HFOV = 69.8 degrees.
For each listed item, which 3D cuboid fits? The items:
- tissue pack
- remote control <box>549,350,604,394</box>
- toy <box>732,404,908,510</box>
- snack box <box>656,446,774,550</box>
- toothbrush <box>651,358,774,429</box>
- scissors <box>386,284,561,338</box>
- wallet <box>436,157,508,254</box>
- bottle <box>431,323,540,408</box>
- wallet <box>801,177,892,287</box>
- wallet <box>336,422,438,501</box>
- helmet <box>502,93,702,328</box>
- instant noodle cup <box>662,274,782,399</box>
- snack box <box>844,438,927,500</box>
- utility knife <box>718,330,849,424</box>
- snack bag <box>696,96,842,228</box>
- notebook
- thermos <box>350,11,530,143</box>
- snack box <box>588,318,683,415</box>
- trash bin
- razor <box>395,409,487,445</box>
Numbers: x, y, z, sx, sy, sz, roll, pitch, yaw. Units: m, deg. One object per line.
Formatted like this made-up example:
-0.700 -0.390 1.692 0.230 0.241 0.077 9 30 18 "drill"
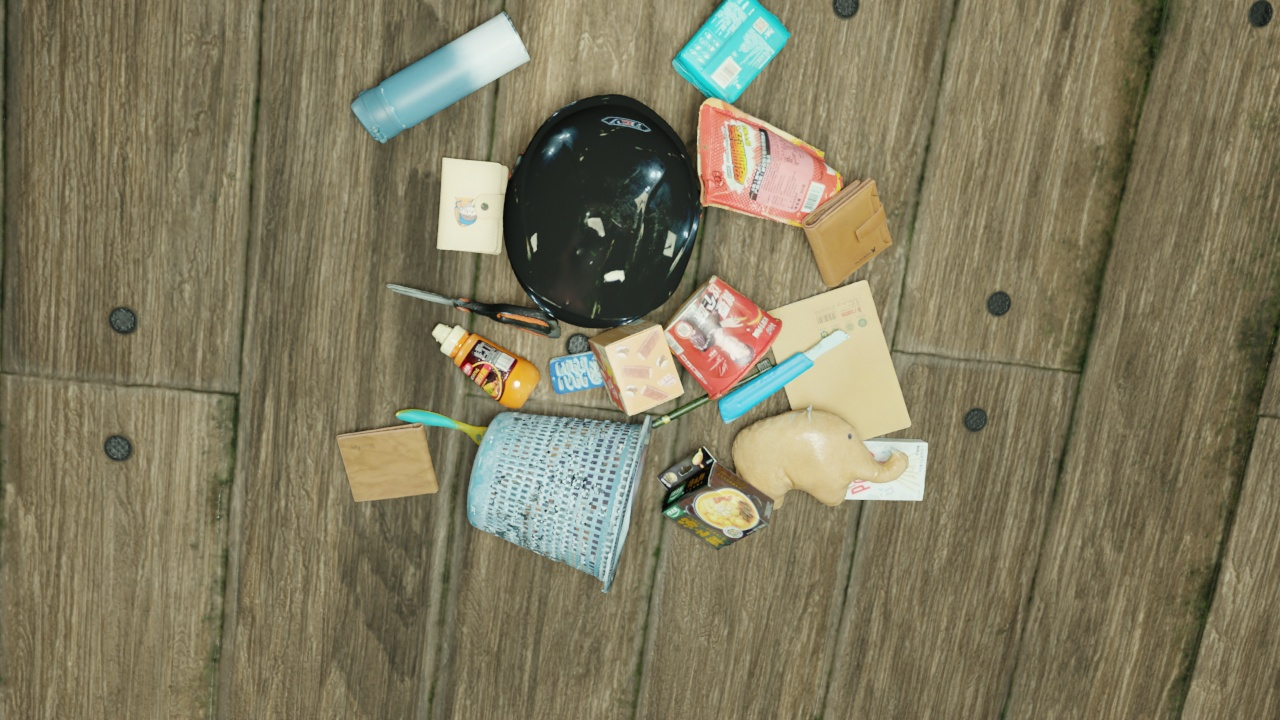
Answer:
0.115 -0.392 1.147 0.093 0.050 0.133 42 93 -10 "tissue pack"
-0.057 0.010 1.215 0.125 0.024 0.049 -10 101 -8 "remote control"
0.232 0.127 1.208 0.226 0.082 0.143 -8 116 22 "toy"
0.094 0.187 1.224 0.125 0.053 0.114 34 138 -15 "snack box"
0.096 0.045 1.246 0.186 0.012 0.017 -27 96 -1 "toothbrush"
-0.209 -0.060 1.176 0.234 0.161 0.021 9 78 27 "scissors"
-0.210 -0.194 1.162 0.087 0.024 0.115 4 99 -8 "wallet"
-0.203 0.000 1.183 0.149 0.066 0.067 34 95 -4 "bottle"
0.267 -0.164 1.181 0.108 0.031 0.132 -36 142 0 "wallet"
-0.331 0.135 1.202 0.115 0.020 0.101 -9 115 -1 "wallet"
-0.044 -0.167 1.079 0.233 0.230 0.275 9 110 -10 "helmet"
0.097 -0.035 1.174 0.108 0.138 0.138 42 93 -5 "instant noodle cup"
0.320 0.151 1.282 0.156 0.027 0.085 2 99 -7 "snack box"
0.191 0.019 1.230 0.203 0.018 0.034 -34 98 12 "utility knife"
0.153 -0.232 1.124 0.207 0.073 0.128 9 83 -35 "snack bag"
0.263 0.012 1.235 0.148 0.008 0.207 -18 95 8 "notebook"
-0.244 -0.341 1.110 0.220 0.070 0.070 -29 102 0 "thermos"
-0.007 0.007 1.164 0.077 0.093 0.094 -22 103 -12 "snack box"
-0.104 0.156 1.157 0.195 0.226 0.227 14 99 4 "trash bin"
-0.255 0.087 1.206 0.132 0.028 0.043 17 121 -8 "razor"
